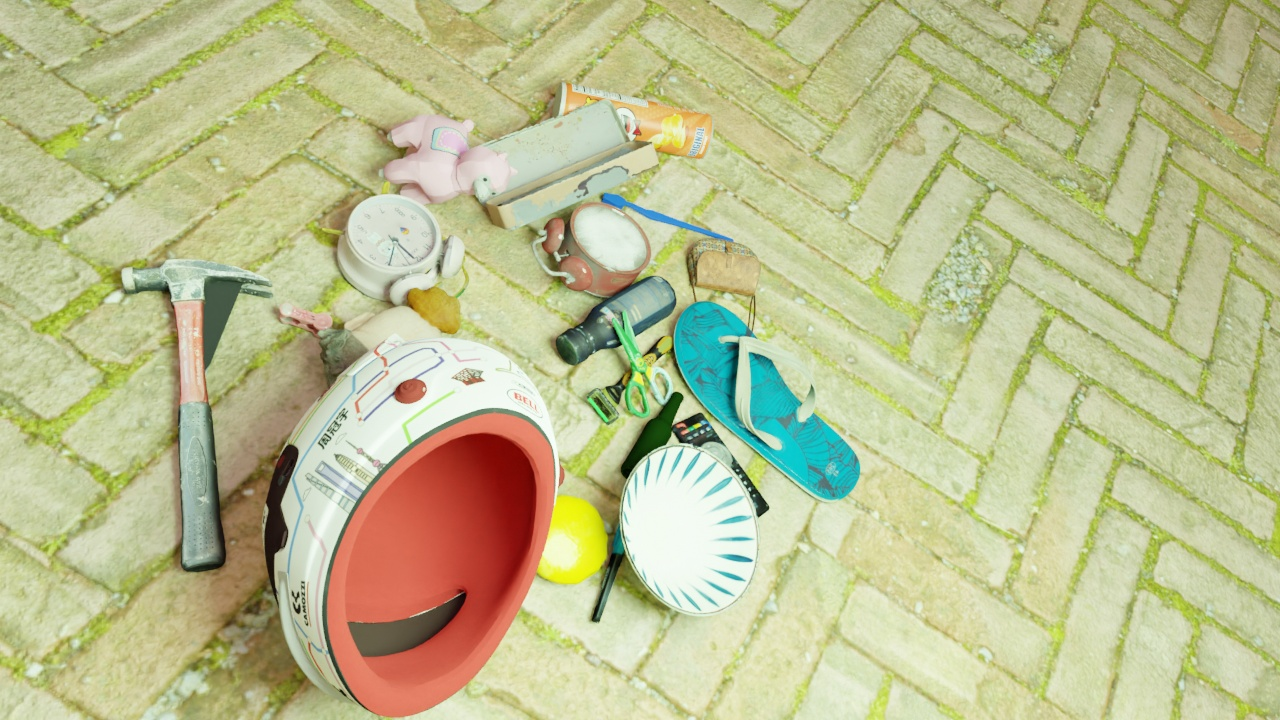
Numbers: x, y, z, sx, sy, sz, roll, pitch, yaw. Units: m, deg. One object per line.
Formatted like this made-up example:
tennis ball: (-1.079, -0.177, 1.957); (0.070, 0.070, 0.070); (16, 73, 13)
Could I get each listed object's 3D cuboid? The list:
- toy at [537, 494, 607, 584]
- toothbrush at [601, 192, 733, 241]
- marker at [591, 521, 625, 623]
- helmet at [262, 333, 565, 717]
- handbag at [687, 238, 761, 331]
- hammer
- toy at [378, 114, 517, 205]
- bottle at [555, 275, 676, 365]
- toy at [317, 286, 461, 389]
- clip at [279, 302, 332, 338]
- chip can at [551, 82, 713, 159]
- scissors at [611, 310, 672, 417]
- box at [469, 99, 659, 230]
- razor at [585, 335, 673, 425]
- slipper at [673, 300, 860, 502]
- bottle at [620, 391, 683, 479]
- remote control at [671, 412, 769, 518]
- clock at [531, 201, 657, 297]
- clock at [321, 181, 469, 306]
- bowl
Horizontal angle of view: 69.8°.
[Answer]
toy: (-0.077, 0.183, 0.946); (0.094, 0.041, 0.095); (33, 56, -7)
toothbrush: (0.037, -0.185, 1.213); (0.186, 0.011, 0.016); (17, 58, -14)
marker: (-0.029, 0.215, 0.958); (0.015, 0.018, 0.122); (25, 57, -8)
helmet: (-0.209, 0.129, 0.814); (0.231, 0.236, 0.314); (36, 71, -37)
handbag: (0.109, -0.066, 1.157); (0.093, 0.043, 0.195); (8, 63, -16)
hammer: (-0.426, 0.043, 0.899); (0.140, 0.036, 0.325); (-5, 65, -21)
toy: (-0.221, -0.233, 1.072); (0.158, 0.067, 0.123); (-5, 60, 15)
bottle: (-0.028, -0.046, 1.082); (0.160, 0.056, 0.056); (-33, 77, -31)
toy: (-0.258, -0.009, 0.962); (0.132, 0.076, 0.175); (48, 64, -11)
clip: (-0.358, -0.041, 0.983); (0.059, 0.039, 0.022); (24, 60, -12)
chip can: (-0.010, -0.322, 1.237); (0.210, 0.062, 0.062); (8, 60, -16)
scissors: (0.004, -0.002, 1.061); (0.077, 0.013, 0.132); (-18, 98, -40)
box: (-0.099, -0.247, 1.128); (0.216, 0.121, 0.094); (-27, 118, -17)
razor: (-0.006, 0.015, 1.077); (0.143, 0.021, 0.044); (-44, 101, -32)
slipper: (0.151, 0.046, 1.087); (0.118, 0.060, 0.295); (-42, 85, -21)
bottle: (0.018, 0.084, 1.041); (0.033, 0.033, 0.122); (32, 56, -1)
remote control: (0.090, 0.124, 1.053); (0.045, 0.021, 0.140); (-22, 67, -30)
clock: (-0.064, -0.128, 1.106); (0.156, 0.062, 0.110); (-14, 67, -41)
clock: (-0.266, -0.118, 1.032); (0.158, 0.059, 0.116); (40, 57, 3)
bowl: (0.036, 0.181, 0.960); (0.177, 0.071, 0.177); (15, 62, -31)
